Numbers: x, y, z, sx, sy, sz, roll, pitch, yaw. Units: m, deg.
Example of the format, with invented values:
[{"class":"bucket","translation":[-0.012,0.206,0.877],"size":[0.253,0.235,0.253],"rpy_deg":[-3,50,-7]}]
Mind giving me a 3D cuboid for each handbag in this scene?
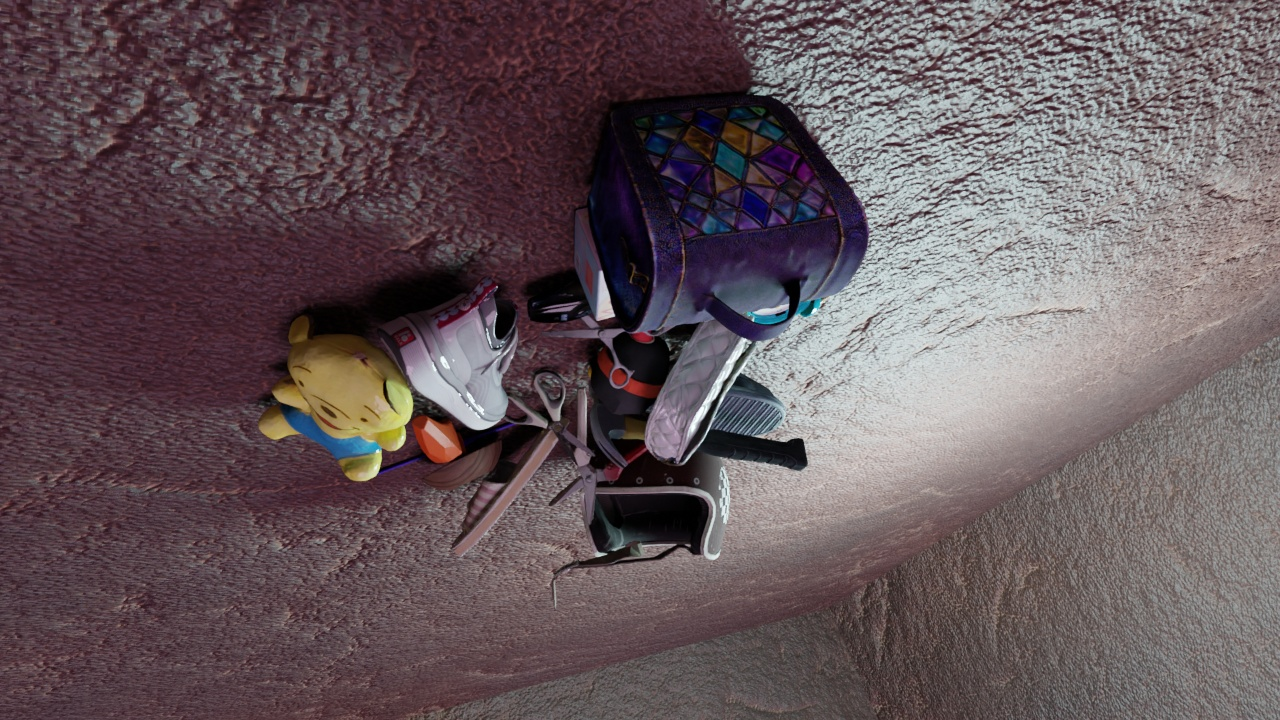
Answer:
[{"class":"handbag","translation":[0.079,0.030,1.146],"size":[0.194,0.072,0.139],"rpy_deg":[-58,169,-26]},{"class":"handbag","translation":[0.072,-0.115,0.810],"size":[0.204,0.221,0.126],"rpy_deg":[-11,152,-22]}]

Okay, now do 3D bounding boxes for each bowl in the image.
[{"class":"bowl","translation":[-0.236,0.148,1.243],"size":[0.119,0.032,0.119],"rpy_deg":[-27,178,-1]}]

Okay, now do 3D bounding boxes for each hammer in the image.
[{"class":"hammer","translation":[0.085,0.108,1.235],"size":[0.332,0.117,0.025],"rpy_deg":[12,144,-25]}]

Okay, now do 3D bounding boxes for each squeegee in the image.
[{"class":"squeegee","translation":[-0.254,0.102,1.165],"size":[0.249,0.055,0.185],"rpy_deg":[-20,162,-3]}]

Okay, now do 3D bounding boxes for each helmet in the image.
[{"class":"helmet","translation":[0.014,0.218,1.370],"size":[0.234,0.253,0.233],"rpy_deg":[-4,178,24]}]

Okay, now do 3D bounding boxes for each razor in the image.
[{"class":"razor","translation":[-0.052,-0.063,0.995],"size":[0.140,0.063,0.053],"rpy_deg":[-15,152,-15]}]

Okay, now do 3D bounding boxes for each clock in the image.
[{"class":"clock","translation":[0.185,-0.081,1.166],"size":[0.130,0.043,0.099],"rpy_deg":[-18,155,10]}]

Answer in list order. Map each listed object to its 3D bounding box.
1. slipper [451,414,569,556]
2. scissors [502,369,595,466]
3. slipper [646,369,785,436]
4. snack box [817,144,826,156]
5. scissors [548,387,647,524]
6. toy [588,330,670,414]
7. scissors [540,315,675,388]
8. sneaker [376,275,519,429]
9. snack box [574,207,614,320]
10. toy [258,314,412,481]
[{"class":"slipper","translation":[-0.193,0.170,1.296],"size":[0.263,0.052,0.114],"rpy_deg":[-50,-174,19]},{"class":"scissors","translation":[-0.112,0.074,1.192],"size":[0.163,0.012,0.154],"rpy_deg":[16,120,-18]},{"class":"slipper","translation":[0.087,0.035,1.284],"size":[0.263,0.082,0.101],"rpy_deg":[15,141,-22]},{"class":"snack box","translation":[0.159,-0.153,1.018],"size":[0.101,0.031,0.186],"rpy_deg":[-22,154,2]},{"class":"scissors","translation":[-0.059,0.122,1.253],"size":[0.199,0.179,0.015],"rpy_deg":[-29,-166,5]},{"class":"toy","translation":[-0.007,0.007,1.132],"size":[0.097,0.099,0.119],"rpy_deg":[27,114,-9]},{"class":"scissors","translation":[-0.029,-0.036,1.053],"size":[0.164,0.014,0.142],"rpy_deg":[-28,117,-11]},{"class":"sneaker","translation":[-0.175,-0.008,0.985],"size":[0.128,0.096,0.263],"rpy_deg":[-35,160,-4]},{"class":"snack box","translation":[-0.011,-0.105,0.928],"size":[0.094,0.079,0.093],"rpy_deg":[-16,154,-13]},{"class":"toy","translation":[-0.305,0.039,0.942],"size":[0.149,0.083,0.215],"rpy_deg":[30,142,-7]}]
